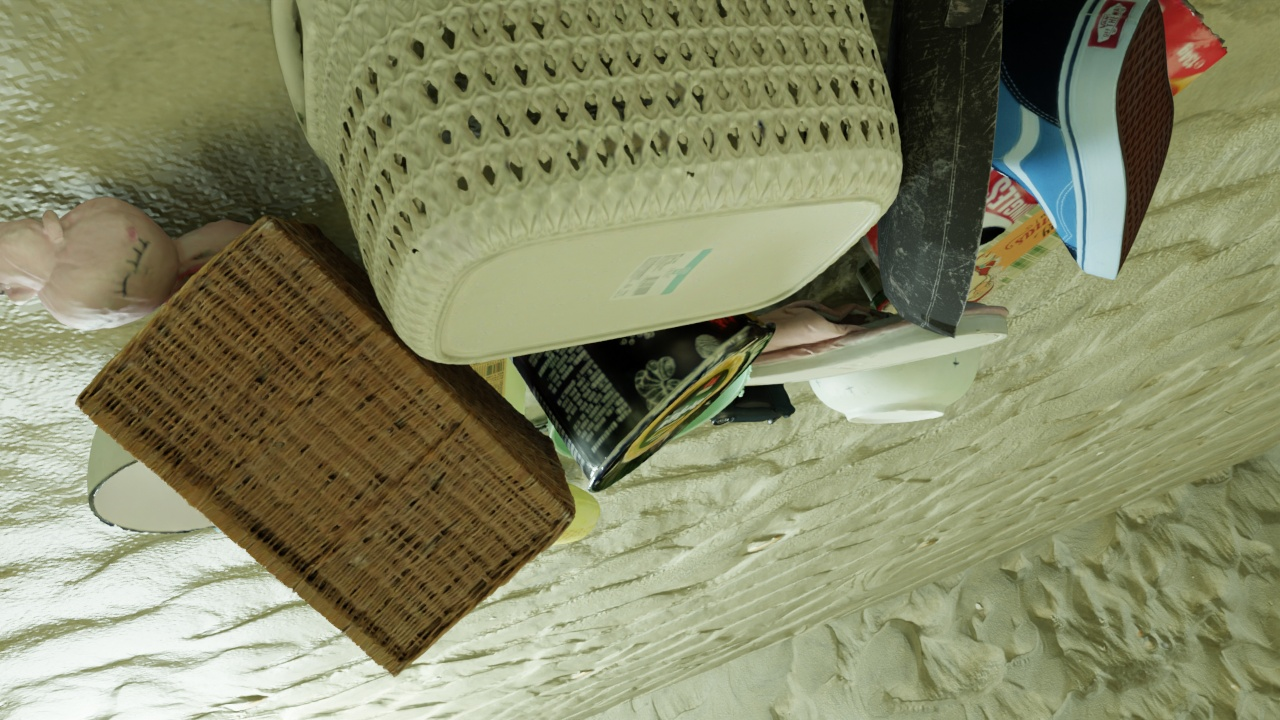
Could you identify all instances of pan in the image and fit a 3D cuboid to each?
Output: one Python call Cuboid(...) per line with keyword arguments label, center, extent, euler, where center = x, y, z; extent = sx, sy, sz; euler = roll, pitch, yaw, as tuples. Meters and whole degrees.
Cuboid(label="pan", center=(0.125, -0.131, 0.369), extent=(0.040, 0.207, 0.357), euler=(3, 167, 12))

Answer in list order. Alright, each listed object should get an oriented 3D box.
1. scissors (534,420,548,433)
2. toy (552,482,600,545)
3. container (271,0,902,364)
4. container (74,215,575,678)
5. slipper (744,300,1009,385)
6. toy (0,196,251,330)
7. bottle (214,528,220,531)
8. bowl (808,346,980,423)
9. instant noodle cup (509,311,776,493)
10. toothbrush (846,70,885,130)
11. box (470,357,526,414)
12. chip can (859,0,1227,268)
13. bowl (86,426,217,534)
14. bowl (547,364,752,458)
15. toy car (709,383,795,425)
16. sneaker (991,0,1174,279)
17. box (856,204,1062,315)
Cuboid(label="scissors", center=(-0.085, 0.053, 0.757), extent=(0.171, 0.014, 0.095), euler=(-27, 155, 15))
Cuboid(label="toy", center=(-0.117, 0.146, 0.857), extent=(0.170, 0.064, 0.155), euler=(1, 157, -27))
Cuboid(label="container", center=(-0.014, -0.094, 0.391), extent=(0.245, 0.142, 0.185), euler=(-12, 165, -21))
Cuboid(label="container", center=(-0.138, 0.033, 0.444), extent=(0.114, 0.198, 0.112), euler=(-43, -166, 3))
Cuboid(label="slipper", center=(0.138, -0.017, 0.701), extent=(0.275, 0.054, 0.114), euler=(-11, 171, 34))
Cuboid(label="toy", center=(-0.234, -0.043, 0.423), extent=(0.064, 0.047, 0.109), euler=(-50, 159, 28))
Cuboid(label="bottle", center=(-0.257, 0.090, 0.647), extent=(0.146, 0.051, 0.051), euler=(-13, 152, -18))
Cuboid(label="bowl", center=(0.218, 0.014, 0.799), extent=(0.153, 0.072, 0.153), euler=(-1, 169, 0))
Cuboid(label="instant noodle cup", center=(-0.011, -0.011, 0.514), extent=(0.137, 0.112, 0.137), euler=(-41, 170, -9))
Cuboid(label="toothbrush", center=(0.095, -0.126, 0.564), extent=(0.189, 0.017, 0.016), euler=(-38, 161, 25))
Cuboid(label="box", center=(-0.141, 0.065, 0.633), extent=(0.141, 0.044, 0.188), euler=(-10, 127, -29))
Cuboid(label="chip can", center=(0.252, -0.139, 0.599), extent=(0.073, 0.073, 0.234), euler=(5, 142, -44))
Cuboid(label="bowl", center=(-0.265, 0.049, 0.548), extent=(0.116, 0.065, 0.116), euler=(-18, 154, -9))
Cuboid(label="bowl", center=(-0.004, 0.004, 0.657), extent=(0.150, 0.077, 0.151), euler=(-18, 154, -9))
Cuboid(label="toy car", center=(0.095, 0.033, 0.827), extent=(0.112, 0.046, 0.034), euler=(1, 147, -37))
Cuboid(label="sneaker", center=(0.235, -0.126, 0.519), extent=(0.241, 0.098, 0.083), euler=(35, 80, -54))
Cuboid(label="box", center=(0.276, -0.104, 0.712), extent=(0.117, 0.049, 0.206), euler=(5, 142, -45))
